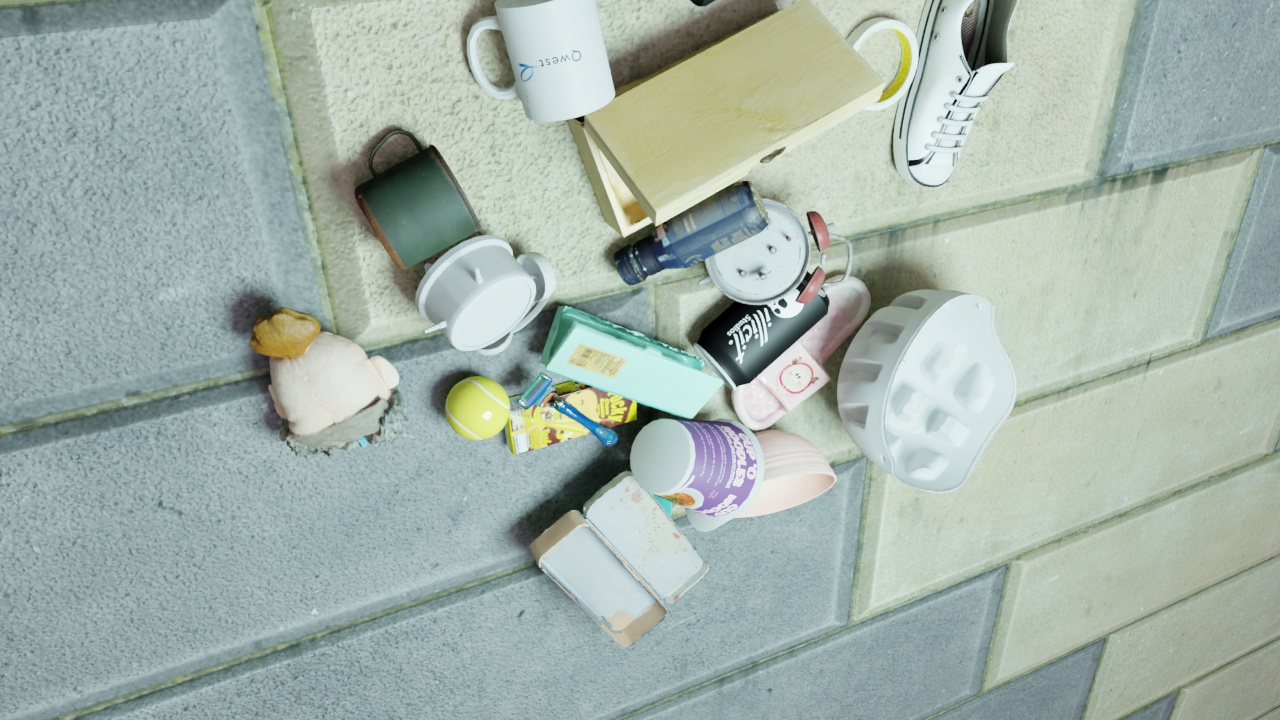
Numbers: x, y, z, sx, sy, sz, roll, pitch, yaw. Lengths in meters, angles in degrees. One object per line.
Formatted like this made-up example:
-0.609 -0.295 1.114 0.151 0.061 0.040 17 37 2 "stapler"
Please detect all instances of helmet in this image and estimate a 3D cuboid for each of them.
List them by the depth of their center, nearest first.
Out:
0.336 0.031 1.097 0.224 0.184 0.282 -63 154 -5 "helmet"

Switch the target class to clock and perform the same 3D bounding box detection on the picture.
-0.144 -0.061 0.875 0.120 0.061 0.159 -48 160 16 "clock"
0.142 -0.111 0.962 0.157 0.062 0.110 7 96 5 "clock"

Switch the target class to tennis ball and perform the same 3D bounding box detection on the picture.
-0.166 0.049 0.934 0.065 0.065 0.065 -13 122 -22 "tennis ball"

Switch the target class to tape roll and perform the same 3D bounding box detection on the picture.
0.254 -0.317 0.982 0.094 0.019 0.094 -12 121 -21 "tape roll"

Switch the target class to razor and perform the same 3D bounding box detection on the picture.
-0.073 0.058 0.984 0.044 0.018 0.141 -48 131 5 "razor"

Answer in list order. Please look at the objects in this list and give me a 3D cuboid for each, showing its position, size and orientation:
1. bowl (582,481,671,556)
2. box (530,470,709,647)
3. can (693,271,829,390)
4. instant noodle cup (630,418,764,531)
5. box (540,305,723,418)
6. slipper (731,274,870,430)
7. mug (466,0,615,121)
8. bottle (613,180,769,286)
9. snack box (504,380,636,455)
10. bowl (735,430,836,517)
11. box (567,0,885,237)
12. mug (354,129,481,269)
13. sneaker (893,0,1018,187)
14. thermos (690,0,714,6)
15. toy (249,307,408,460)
-0.027 0.180 1.093 0.121 0.046 0.121 -13 122 -22 "bowl"
-0.016 0.235 1.078 0.151 0.043 0.216 -37 127 -1 "box"
0.137 -0.040 1.035 0.146 0.080 0.080 -42 128 -2 "can"
0.054 0.123 1.035 0.121 0.122 0.137 19 89 -51 "instant noodle cup"
-0.004 0.008 0.964 0.188 0.080 0.077 22 85 -28 "box"
0.193 -0.010 1.099 0.221 0.055 0.106 -49 126 2 "slipper"
-0.090 -0.267 0.797 0.120 0.083 0.096 -8 124 9 "mug"
0.049 -0.125 0.926 0.161 0.056 0.056 -25 130 18 "bottle"
-0.076 0.055 1.010 0.148 0.025 0.061 -15 123 -20 "snack box"
0.157 0.133 1.131 0.153 0.076 0.153 -11 154 -6 "bowl"
0.073 -0.232 0.869 0.248 0.184 0.142 -31 105 -11 "box"
-0.203 -0.144 0.804 0.081 0.085 0.111 -31 95 -8 "mug"
0.354 -0.303 0.993 0.091 0.097 0.246 -2 117 -27 "sneaker"
0.127 -0.408 0.818 0.218 0.106 0.106 -34 127 -1 "thermos"
-0.293 0.019 0.846 0.133 0.076 0.176 -20 127 1 "toy"
